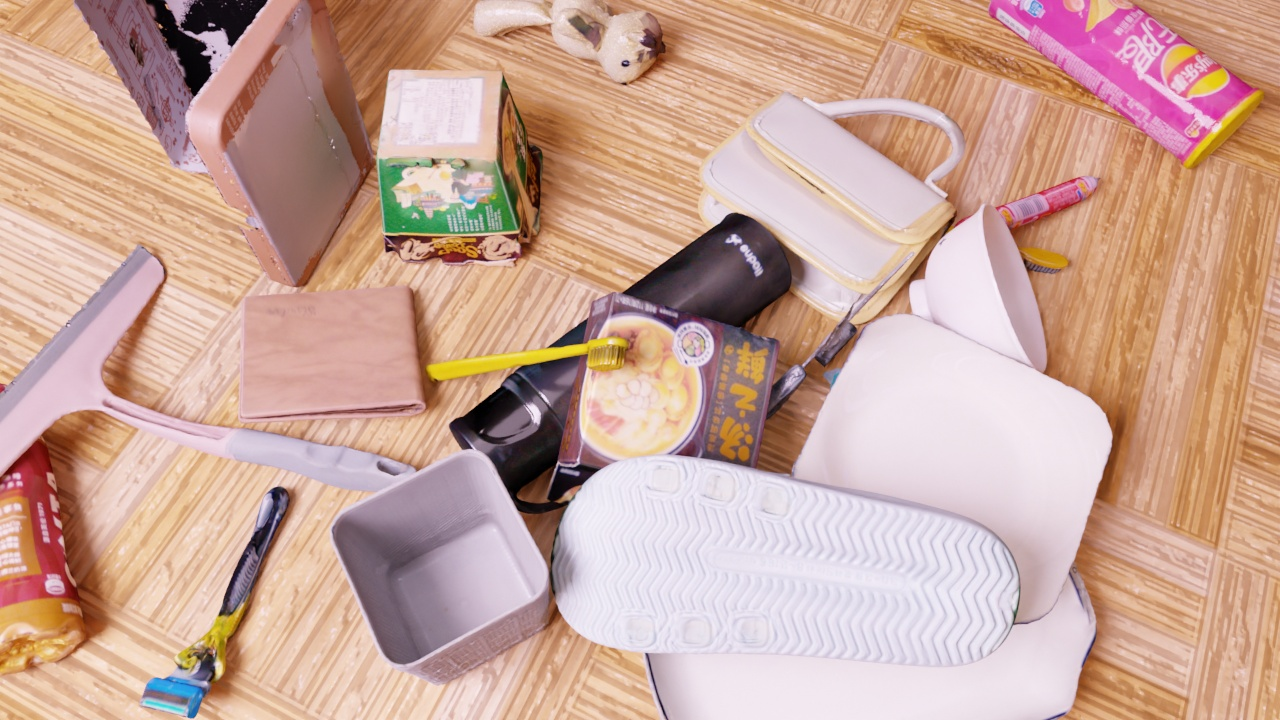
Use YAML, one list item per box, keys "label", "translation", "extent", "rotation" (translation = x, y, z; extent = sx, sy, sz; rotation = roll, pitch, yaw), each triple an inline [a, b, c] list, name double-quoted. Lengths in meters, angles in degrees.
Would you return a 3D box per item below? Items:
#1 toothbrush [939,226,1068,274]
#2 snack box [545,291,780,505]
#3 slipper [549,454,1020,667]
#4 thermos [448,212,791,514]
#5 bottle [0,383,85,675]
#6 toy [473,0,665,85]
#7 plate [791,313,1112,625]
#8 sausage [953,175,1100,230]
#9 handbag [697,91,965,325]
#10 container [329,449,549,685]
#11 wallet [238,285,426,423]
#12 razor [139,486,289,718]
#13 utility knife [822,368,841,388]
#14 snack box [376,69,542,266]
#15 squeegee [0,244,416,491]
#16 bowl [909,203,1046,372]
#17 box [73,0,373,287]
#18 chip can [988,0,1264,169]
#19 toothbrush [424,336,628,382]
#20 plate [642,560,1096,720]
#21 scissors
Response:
- label: "toothbrush"
  translation: [0.221, -0.094, 0.687]
  extent: [0.191, 0.018, 0.016]
  rotation: [16, 62, 9]
- label: "snack box"
  translation: [0.015, 0.035, 0.554]
  extent: [0.113, 0.053, 0.125]
  rotation: [15, 79, -19]
- label: "slipper"
  translation: [0.072, 0.108, 0.496]
  extent: [0.245, 0.074, 0.104]
  rotation: [4, 87, 12]
- label: "thermos"
  translation: [-0.004, 0.004, 0.607]
  extent: [0.242, 0.068, 0.090]
  rotation: [-38, 94, -17]
- label: "bottle"
  translation: [-0.379, 0.095, 0.547]
  extent: [0.057, 0.058, 0.175]
  rotation: [-23, 66, -13]
- label: "toy"
  translation: [-0.058, -0.267, 0.744]
  extent: [0.157, 0.066, 0.105]
  rotation: [15, 21, 10]
- label: "plate"
  translation: [0.185, 0.064, 0.554]
  extent: [0.164, 0.034, 0.164]
  rotation: [27, 65, 12]
- label: "sausage"
  translation: [0.289, -0.113, 0.684]
  extent: [0.155, 0.020, 0.020]
  rotation: [-20, 65, -22]
- label: "handbag"
  translation: [0.150, -0.136, 0.666]
  extent: [0.163, 0.063, 0.178]
  rotation: [39, 76, 15]
- label: "container"
  translation: [-0.104, 0.122, 0.510]
  extent: [0.090, 0.114, 0.090]
  rotation: [-26, 67, -14]
- label: "wallet"
  translation: [-0.205, -0.005, 0.608]
  extent: [0.115, 0.020, 0.101]
  rotation: [-4, 55, -18]
- label: "razor"
  translation: [-0.244, 0.141, 0.549]
  extent: [0.043, 0.022, 0.142]
  rotation: [1, 55, 23]
- label: "utility knife"
  translation: [0.185, 0.056, 0.610]
  extent: [0.157, 0.013, 0.029]
  rotation: [40, 67, 17]
- label: "snack box"
  translation: [-0.131, -0.143, 0.648]
  extent: [0.118, 0.106, 0.117]
  rotation: [0, 63, -3]
- label: "squeegee"
  translation: [-0.264, 0.048, 0.584]
  extent: [0.249, 0.040, 0.247]
  rotation: [16, 44, -2]
- label: "bowl"
  translation: [0.223, -0.040, 0.623]
  extent: [0.065, 0.118, 0.118]
  rotation: [-20, 58, 32]
- label: "box"
  translation: [-0.273, -0.164, 0.616]
  extent: [0.156, 0.183, 0.192]
  rotation: [1, 60, -1]
- label: "chip can"
  translation: [0.383, -0.248, 0.737]
  extent: [0.071, 0.071, 0.210]
  rotation: [-35, 69, -18]
- label: "toothbrush"
  translation: [-0.076, 0.003, 0.557]
  extent: [0.015, 0.191, 0.016]
  rotation: [20, 72, -42]
- label: "plate"
  translation: [0.132, 0.158, 0.545]
  extent: [0.265, 0.034, 0.162]
  rotation: [-15, 64, -9]
- label: "scissors"
  translation: [0.116, -0.010, 0.565]
  extent: [0.014, 0.176, 0.159]
  rotation: [47, 27, 9]
